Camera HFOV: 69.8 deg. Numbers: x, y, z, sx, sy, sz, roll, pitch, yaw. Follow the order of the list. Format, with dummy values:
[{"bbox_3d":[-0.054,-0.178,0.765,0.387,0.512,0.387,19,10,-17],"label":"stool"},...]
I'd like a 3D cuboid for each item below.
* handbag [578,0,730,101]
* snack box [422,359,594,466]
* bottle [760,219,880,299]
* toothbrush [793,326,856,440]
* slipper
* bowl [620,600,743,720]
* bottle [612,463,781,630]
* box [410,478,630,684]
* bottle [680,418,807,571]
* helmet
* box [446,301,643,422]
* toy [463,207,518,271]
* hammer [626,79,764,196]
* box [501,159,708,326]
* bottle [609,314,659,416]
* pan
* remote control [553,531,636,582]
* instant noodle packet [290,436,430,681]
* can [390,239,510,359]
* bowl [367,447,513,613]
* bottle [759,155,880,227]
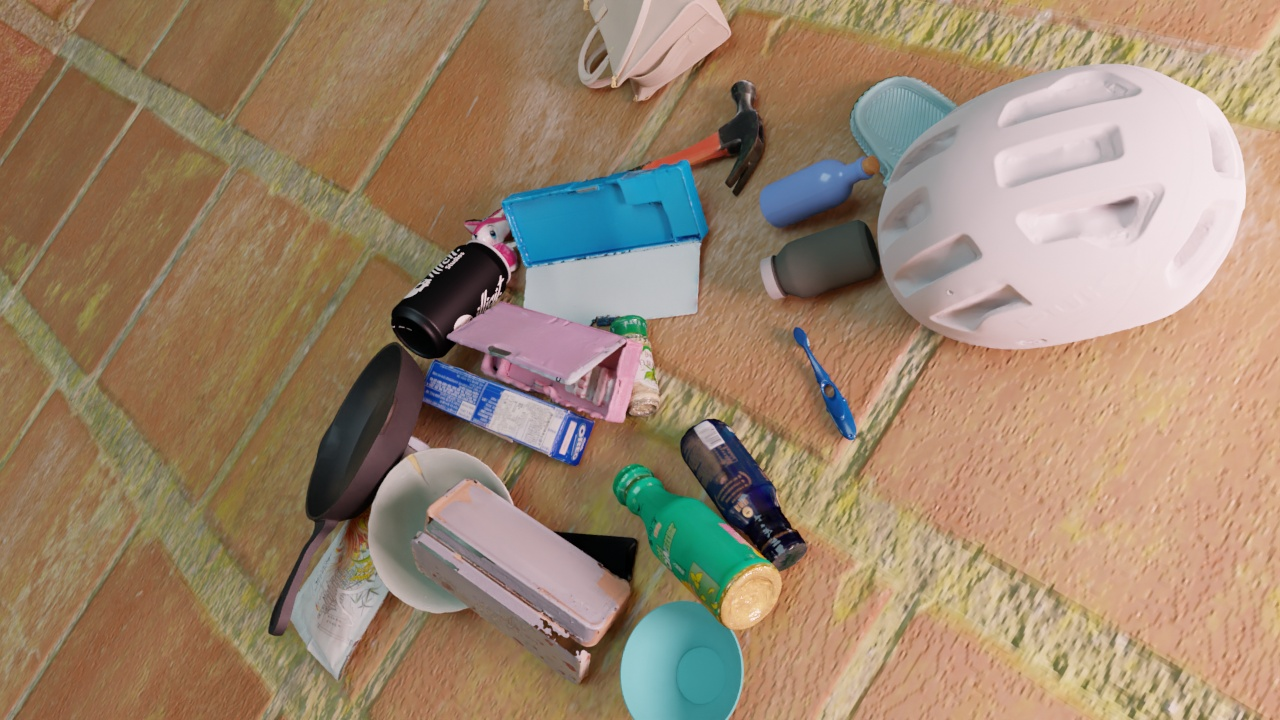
[{"bbox_3d":[-0.006,-0.417,1.154,0.198,0.101,0.194,-36,54,28],"label":"handbag"},{"bbox_3d":[-0.158,0.057,1.047,0.227,0.059,0.059,17,81,37],"label":"snack box"},{"bbox_3d":[0.177,-0.096,0.910,0.109,0.060,0.060,-17,61,24],"label":"bottle"},{"bbox_3d":[0.178,0.022,0.886,0.021,0.016,0.132,-31,59,16],"label":"toothbrush"},{"bbox_3d":[0.287,-0.194,0.884,0.116,0.069,0.276,-34,55,10],"label":"slipper"},{"bbox_3d":[0.045,0.283,0.829,0.121,0.046,0.121,-13,63,26],"label":"bowl"},{"bbox_3d":[0.042,0.163,0.859,0.068,0.068,0.210,-53,40,0],"label":"bottle"},{"bbox_3d":[-0.119,0.211,0.916,0.216,0.095,0.107,30,65,17],"label":"box"},{"bbox_3d":[0.096,0.125,0.863,0.056,0.056,0.160,-42,54,9],"label":"bottle"},{"bbox_3d":[0.334,-0.131,0.765,0.283,0.183,0.224,-9,68,36],"label":"helmet"},{"bbox_3d":[-0.115,-0.009,0.994,0.233,0.098,0.099,19,97,45],"label":"box"},{"bbox_3d":[-0.189,-0.154,1.168,0.065,0.050,0.102,-29,62,12],"label":"toy"},{"bbox_3d":[-0.009,-0.215,1.097,0.334,0.033,0.133,-17,62,25],"label":"hammer"},{"bbox_3d":[-0.039,-0.128,1.067,0.244,0.063,0.174,-4,96,30],"label":"box"},{"bbox_3d":[-0.006,0.006,0.987,0.043,0.042,0.109,-23,59,21],"label":"bottle"},{"bbox_3d":[-0.340,0.146,1.067,0.249,0.043,0.355,-19,49,53],"label":"pan"},{"bbox_3d":[-0.070,0.201,0.952,0.141,0.021,0.045,-3,66,32],"label":"remote control"},{"bbox_3d":[-0.323,0.218,1.076,0.147,0.057,0.269,30,88,44],"label":"instant noodle packet"},{"bbox_3d":[-0.226,-0.074,1.103,0.080,0.080,0.145,10,48,34],"label":"can"},{"bbox_3d":[-0.206,0.184,1.005,0.174,0.068,0.174,-2,81,12],"label":"bowl"},{"bbox_3d":[0.182,-0.175,0.923,0.131,0.048,0.048,-17,59,49],"label":"bottle"}]
